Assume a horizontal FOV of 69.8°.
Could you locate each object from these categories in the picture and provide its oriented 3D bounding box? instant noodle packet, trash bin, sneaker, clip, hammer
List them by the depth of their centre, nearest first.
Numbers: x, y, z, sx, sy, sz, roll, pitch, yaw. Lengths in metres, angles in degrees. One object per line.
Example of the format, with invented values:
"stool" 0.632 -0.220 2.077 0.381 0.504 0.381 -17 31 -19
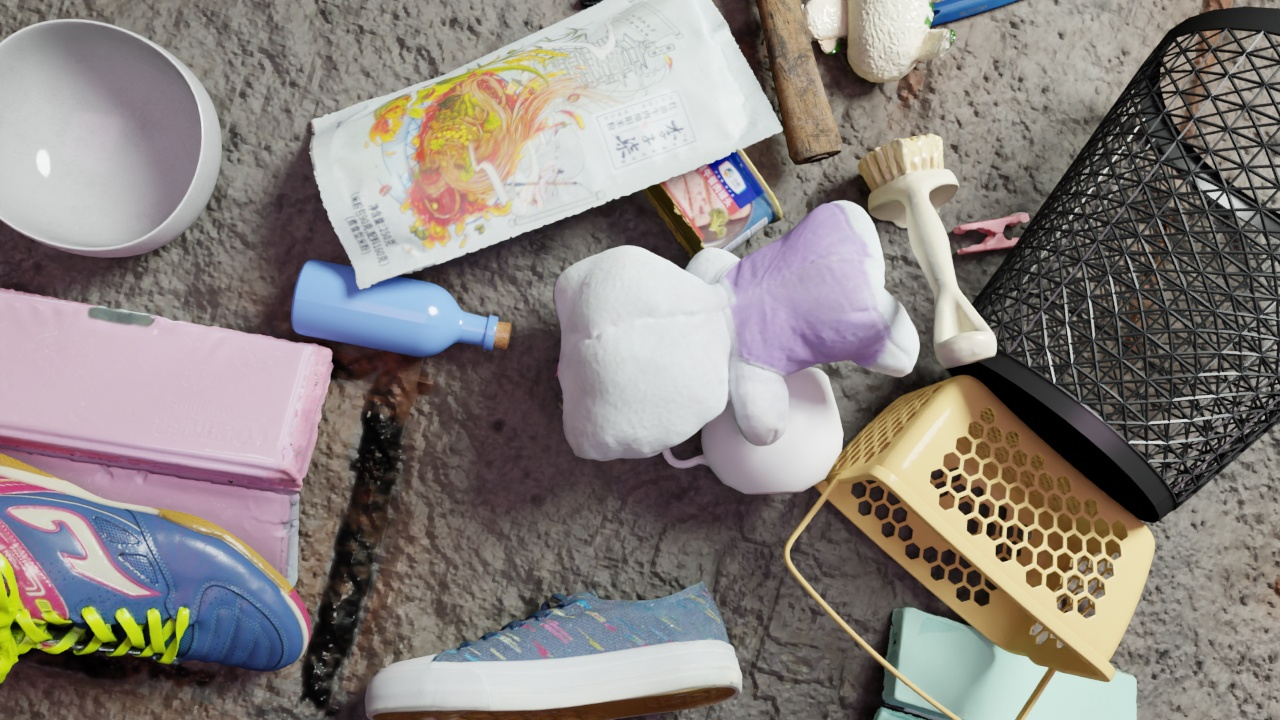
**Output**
"sneaker" -0.314 0.140 0.524 0.241 0.091 0.116 27 119 -16
"instant noodle packet" -0.065 -0.148 0.565 0.269 0.057 0.146 -23 69 -1
"trash bin" 0.332 -0.045 0.569 0.217 0.217 0.243 41 93 -7
"sneaker" -0.056 0.191 0.593 0.235 0.088 0.079 -5 57 -4
"hammer" 0.068 -0.289 0.599 0.120 0.033 0.330 -13 89 -3
"clip" 0.246 -0.095 0.643 0.059 0.023 0.041 -3 87 -13

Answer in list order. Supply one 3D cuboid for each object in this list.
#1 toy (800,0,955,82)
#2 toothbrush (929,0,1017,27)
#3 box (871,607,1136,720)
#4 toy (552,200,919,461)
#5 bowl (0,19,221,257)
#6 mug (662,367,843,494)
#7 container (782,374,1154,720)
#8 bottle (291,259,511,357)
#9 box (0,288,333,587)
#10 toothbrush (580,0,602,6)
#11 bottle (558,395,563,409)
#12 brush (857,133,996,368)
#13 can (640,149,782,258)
"toy" 0.161 -0.230 0.612 0.112 0.050 0.087 3 98 33
"toothbrush" 0.282 -0.266 0.644 0.190 0.017 0.016 -18 93 -7
"box" 0.250 0.261 0.643 0.187 0.056 0.138 17 83 -7
"toy" 0.047 -0.018 0.530 0.209 0.085 0.137 -17 70 5
"bowl" -0.316 -0.127 0.545 0.131 0.064 0.132 0 92 -8
"mug" 0.068 0.049 0.596 0.124 0.090 0.076 -7 79 24
"container" 0.198 0.125 0.583 0.183 0.129 0.166 41 75 0
"bottle" -0.147 -0.028 0.578 0.131 0.048 0.048 11 90 -8
"box" -0.316 0.051 0.550 0.233 0.075 0.172 9 92 -7
"toothbrush" 0.045 -0.277 0.614 0.188 0.017 0.014 -26 93 -7
"bottle" -0.004 0.004 0.602 0.110 0.042 0.042 -43 96 -3
"brush" 0.164 -0.070 0.526 0.062 0.271 0.077 -27 112 22
"can" 0.039 -0.114 0.598 0.059 0.054 0.100 -38 95 -4
